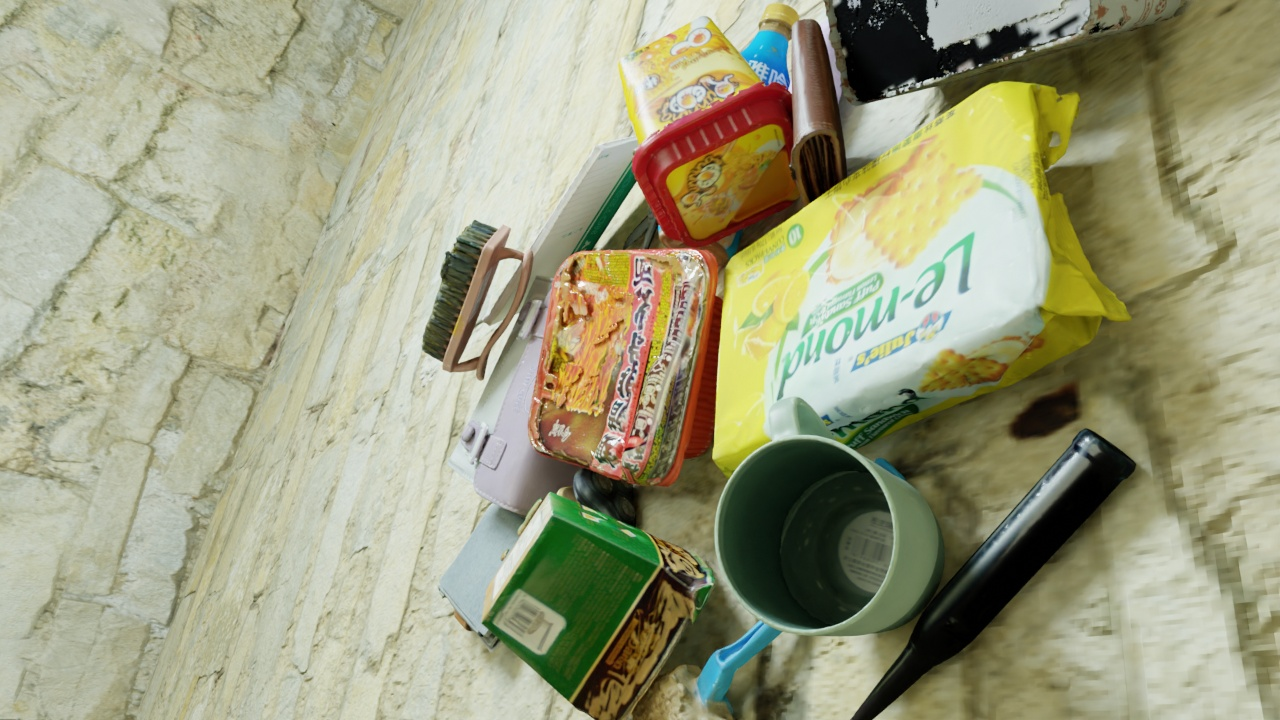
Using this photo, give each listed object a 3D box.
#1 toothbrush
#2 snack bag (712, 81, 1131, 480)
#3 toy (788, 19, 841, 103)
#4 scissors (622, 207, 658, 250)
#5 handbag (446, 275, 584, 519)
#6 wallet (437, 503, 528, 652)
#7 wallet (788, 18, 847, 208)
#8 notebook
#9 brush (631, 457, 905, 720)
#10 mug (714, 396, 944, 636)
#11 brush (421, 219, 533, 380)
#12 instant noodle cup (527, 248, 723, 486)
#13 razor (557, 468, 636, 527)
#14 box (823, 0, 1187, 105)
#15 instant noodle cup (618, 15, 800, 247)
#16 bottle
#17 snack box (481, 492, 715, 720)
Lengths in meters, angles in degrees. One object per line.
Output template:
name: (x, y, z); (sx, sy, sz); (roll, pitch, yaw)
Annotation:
toothbrush: (0.143, 0.120, 0.420); (0.213, 0.026, 0.027); (-56, 8, 16)
snack bag: (0.137, -0.033, 0.511); (0.247, 0.068, 0.157); (-33, 40, 45)
toy: (0.132, -0.210, 0.696); (0.084, 0.039, 0.108); (157, 128, -70)
scissors: (0.035, -0.176, 0.855); (0.171, 0.019, 0.180); (-40, 38, 40)
handbag: (-0.079, 0.031, 0.804); (0.145, 0.098, 0.197); (17, 83, 56)
wallet: (-0.127, 0.189, 0.812); (0.106, 0.037, 0.130); (-57, 28, -9)
wallet: (0.116, -0.138, 0.590); (0.032, 0.124, 0.101); (-4, 56, 16)
notebook: (-0.060, -0.127, 0.870); (0.210, 0.012, 0.150); (-52, -9, 31)
brush: (0.064, 0.159, 0.516); (0.255, 0.046, 0.083); (-54, 25, 12)
mug: (0.090, 0.073, 0.435); (0.082, 0.106, 0.111); (-24, 65, 23)
brush: (-0.148, -0.048, 0.821); (0.063, 0.073, 0.146); (-76, 9, -62)
instant noodle cup: (-0.004, 0.004, 0.676); (0.189, 0.079, 0.164); (9, 86, 51)
razor: (-0.056, 0.159, 0.708); (0.067, 0.062, 0.168); (34, 105, 30)
box: (0.227, -0.251, 0.531); (0.181, 0.197, 0.157); (-1, 108, 59)
instant noodle cup: (0.044, -0.166, 0.652); (0.116, 0.116, 0.123); (-25, 59, 6)
bottle: (0.079, -0.186, 0.738); (0.065, 0.065, 0.218); (3, 69, 60)
snack box: (-0.036, 0.148, 0.573); (0.118, 0.105, 0.117); (-58, 7, -3)
